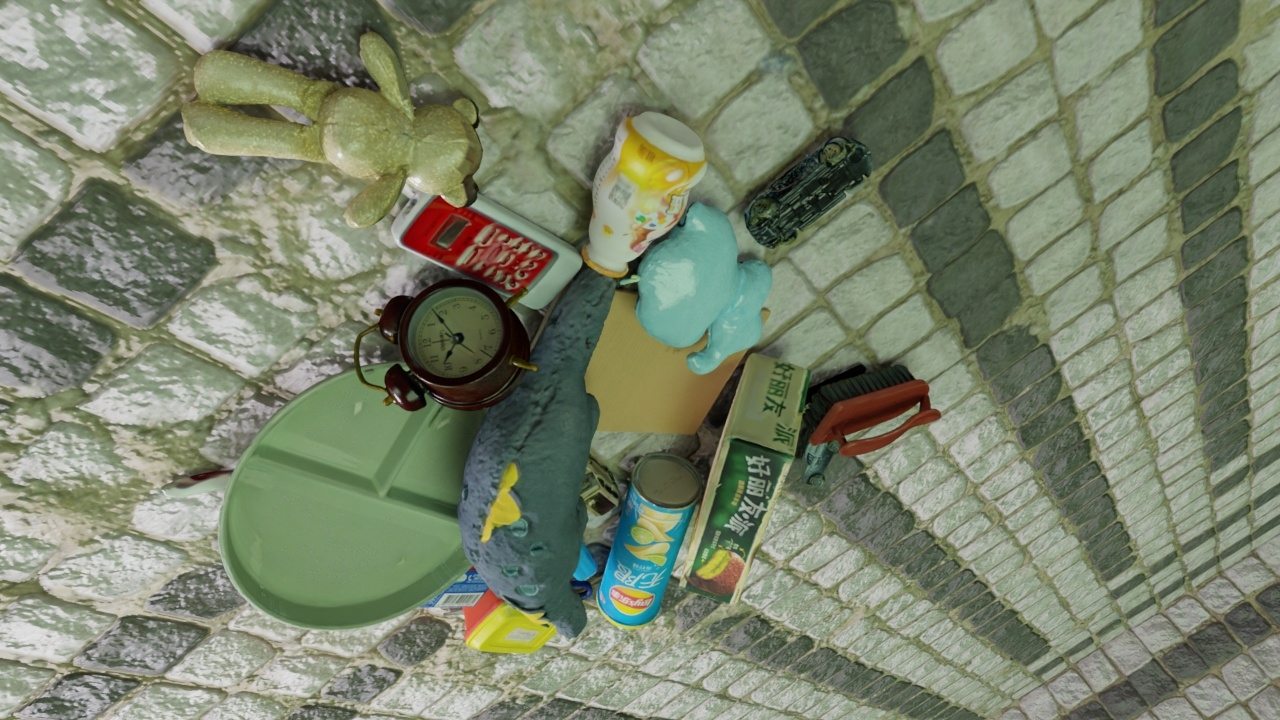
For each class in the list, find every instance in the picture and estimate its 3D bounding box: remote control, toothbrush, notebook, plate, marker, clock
[{"bbox_3d":[-0.099,-0.076,0.616,0.056,0.020,0.136,-45,139,18],"label":"remote control"},{"bbox_3d":[-0.257,0.075,0.689,0.187,0.016,0.017,-10,130,-23],"label":"toothbrush"},{"bbox_3d":[-0.005,0.005,0.773,0.211,0.012,0.150,5,129,-36],"label":"notebook"},{"bbox_3d":[-0.199,0.102,0.693,0.229,0.027,0.230,-18,124,-30],"label":"plate"},{"bbox_3d":[0.169,0.032,0.909,0.123,0.015,0.018,-25,143,-10],"label":"marker"},{"bbox_3d":[-0.131,-0.009,0.616,0.122,0.082,0.055,-9,164,0],"label":"clock"}]

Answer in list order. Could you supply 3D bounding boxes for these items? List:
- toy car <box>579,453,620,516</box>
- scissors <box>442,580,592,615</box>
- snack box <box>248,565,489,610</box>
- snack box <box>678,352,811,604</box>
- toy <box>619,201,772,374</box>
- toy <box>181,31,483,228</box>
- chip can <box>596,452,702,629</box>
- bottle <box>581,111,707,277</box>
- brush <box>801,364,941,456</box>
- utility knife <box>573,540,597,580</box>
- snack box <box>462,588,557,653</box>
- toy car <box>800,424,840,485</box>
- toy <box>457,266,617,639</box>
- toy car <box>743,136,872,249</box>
[{"bbox_3d":[-0.051,0.112,0.843,0.042,0.035,0.090,-34,139,4],"label":"toy car"},{"bbox_3d":[-0.133,0.268,0.983,0.173,0.012,0.126,-14,139,-17],"label":"scissors"},{"bbox_3d":[-0.224,0.176,0.786,0.207,0.058,0.057,11,126,-40],"label":"snack box"},{"bbox_3d":[0.095,0.117,0.867,0.063,0.114,0.241,16,134,6],"label":"snack box"},{"bbox_3d":[0.047,-0.052,0.708,0.156,0.050,0.162,-16,132,-37],"label":"toy"},{"bbox_3d":[-0.162,-0.125,0.499,0.157,0.066,0.105,6,88,-31],"label":"toy"},{"bbox_3d":[0.007,0.187,0.932,0.071,0.071,0.211,-9,137,-24],"label":"chip can"},{"bbox_3d":[-0.002,-0.107,0.608,0.063,0.063,0.109,4,131,-35],"label":"bottle"},{"bbox_3d":[0.236,0.051,0.914,0.145,0.069,0.063,-14,147,-31],"label":"brush"},{"bbox_3d":[-0.071,0.193,0.934,0.034,0.018,0.161,-24,143,-2],"label":"utility knife"},{"bbox_3d":[-0.128,0.235,0.894,0.091,0.080,0.082,21,119,-45],"label":"snack box"},{"bbox_3d":[0.188,0.092,0.965,0.034,0.042,0.091,11,129,-5],"label":"toy car"},{"bbox_3d":[-0.077,0.097,0.709,0.137,0.091,0.357,-21,128,-44],"label":"toy"},{"bbox_3d":[0.125,-0.128,0.688,0.106,0.031,0.049,-37,142,12],"label":"toy car"}]
